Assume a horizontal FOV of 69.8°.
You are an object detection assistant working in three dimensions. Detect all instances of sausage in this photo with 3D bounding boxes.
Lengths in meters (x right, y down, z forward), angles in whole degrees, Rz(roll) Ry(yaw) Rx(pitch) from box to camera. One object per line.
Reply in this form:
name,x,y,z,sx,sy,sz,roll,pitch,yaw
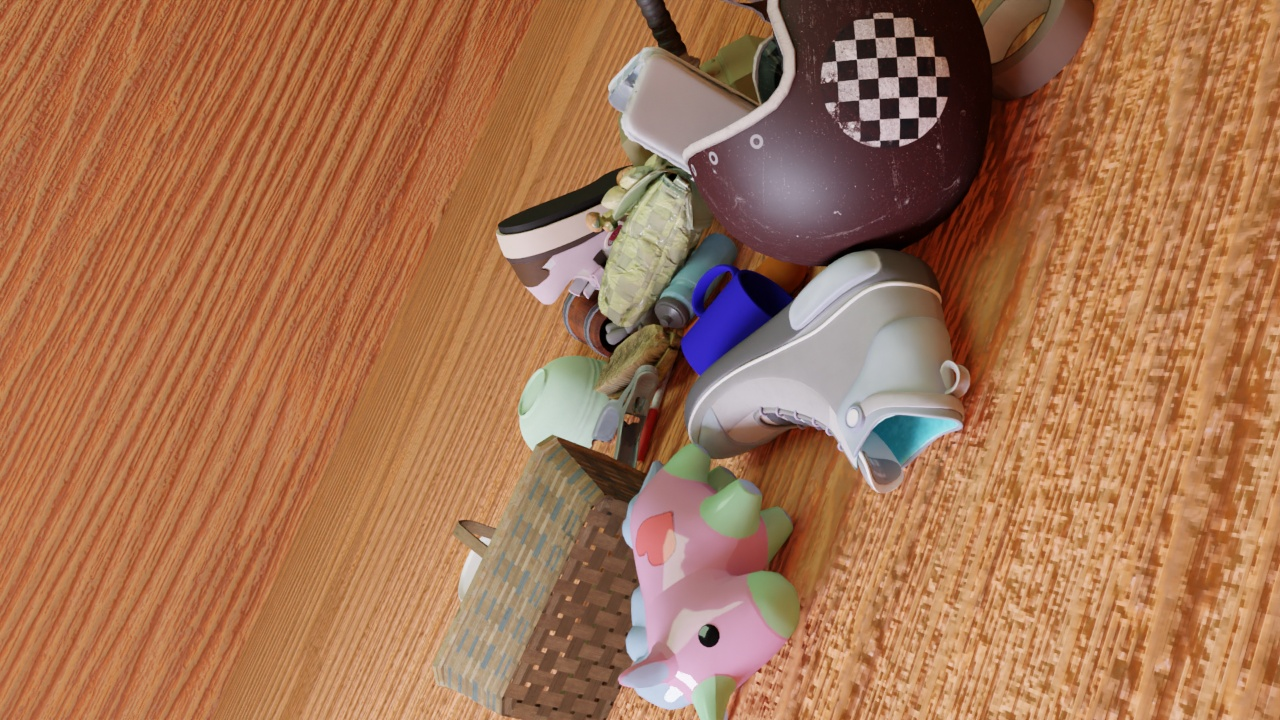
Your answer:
sausage,0.097,-0.052,0.886,0.165,0.039,0.044,-40,23,43

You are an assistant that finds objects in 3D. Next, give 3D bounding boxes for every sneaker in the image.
sneaker,-0.031,-0.157,1.115,0.292,0.116,0.112,-32,27,-35
sneaker,0.128,0.045,0.679,0.257,0.093,0.160,-45,38,40

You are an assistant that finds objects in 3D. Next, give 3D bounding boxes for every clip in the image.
clip,-0.027,0.077,1.001,0.164,0.031,0.169,-154,81,-73

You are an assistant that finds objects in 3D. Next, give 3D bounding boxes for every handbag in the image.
handbag,-0.001,-0.135,0.975,0.187,0.117,0.113,-60,-10,17

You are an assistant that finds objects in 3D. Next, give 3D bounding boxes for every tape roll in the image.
tape roll,0.290,-0.246,0.693,0.094,0.030,0.093,-47,29,35

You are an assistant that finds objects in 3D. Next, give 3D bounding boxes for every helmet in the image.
helmet,0.136,-0.197,0.677,0.233,0.234,0.253,-47,-47,-84

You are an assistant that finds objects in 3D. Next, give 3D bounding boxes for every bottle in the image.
bottle,0.056,-0.080,0.950,0.040,0.040,0.129,-28,21,54

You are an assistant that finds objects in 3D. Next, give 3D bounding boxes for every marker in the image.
marker,0.018,0.042,0.990,0.013,0.012,0.142,-15,52,60

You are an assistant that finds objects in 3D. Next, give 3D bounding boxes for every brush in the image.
brush,-0.006,0.006,1.018,0.196,0.043,0.059,-36,33,63

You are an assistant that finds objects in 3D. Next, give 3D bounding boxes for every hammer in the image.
hammer,0.020,-0.357,0.958,0.190,0.325,0.100,-25,36,13

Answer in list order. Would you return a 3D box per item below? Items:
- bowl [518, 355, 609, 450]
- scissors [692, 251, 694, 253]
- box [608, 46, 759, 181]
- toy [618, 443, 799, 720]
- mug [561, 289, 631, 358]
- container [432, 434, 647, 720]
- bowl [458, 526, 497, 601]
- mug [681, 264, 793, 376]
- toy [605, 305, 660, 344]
bowl,-0.104,0.055,1.152,0.151,0.077,0.150,-48,27,34
scissors,0.058,-0.124,1.085,0.055,0.015,0.136,-61,29,10
box,0.062,-0.219,0.920,0.106,0.210,0.129,-17,49,62
toy,0.035,0.164,0.700,0.171,0.120,0.222,-51,35,-4
mug,-0.035,-0.064,1.128,0.117,0.081,0.111,-61,27,5
container,-0.086,0.203,0.867,0.186,0.157,0.250,21,85,56
bowl,-0.162,0.254,1.074,0.154,0.073,0.153,-48,27,34
mug,0.085,-0.035,0.823,0.084,0.079,0.111,-51,55,28
toy,0.011,-0.050,1.046,0.112,0.030,0.049,-23,37,14
